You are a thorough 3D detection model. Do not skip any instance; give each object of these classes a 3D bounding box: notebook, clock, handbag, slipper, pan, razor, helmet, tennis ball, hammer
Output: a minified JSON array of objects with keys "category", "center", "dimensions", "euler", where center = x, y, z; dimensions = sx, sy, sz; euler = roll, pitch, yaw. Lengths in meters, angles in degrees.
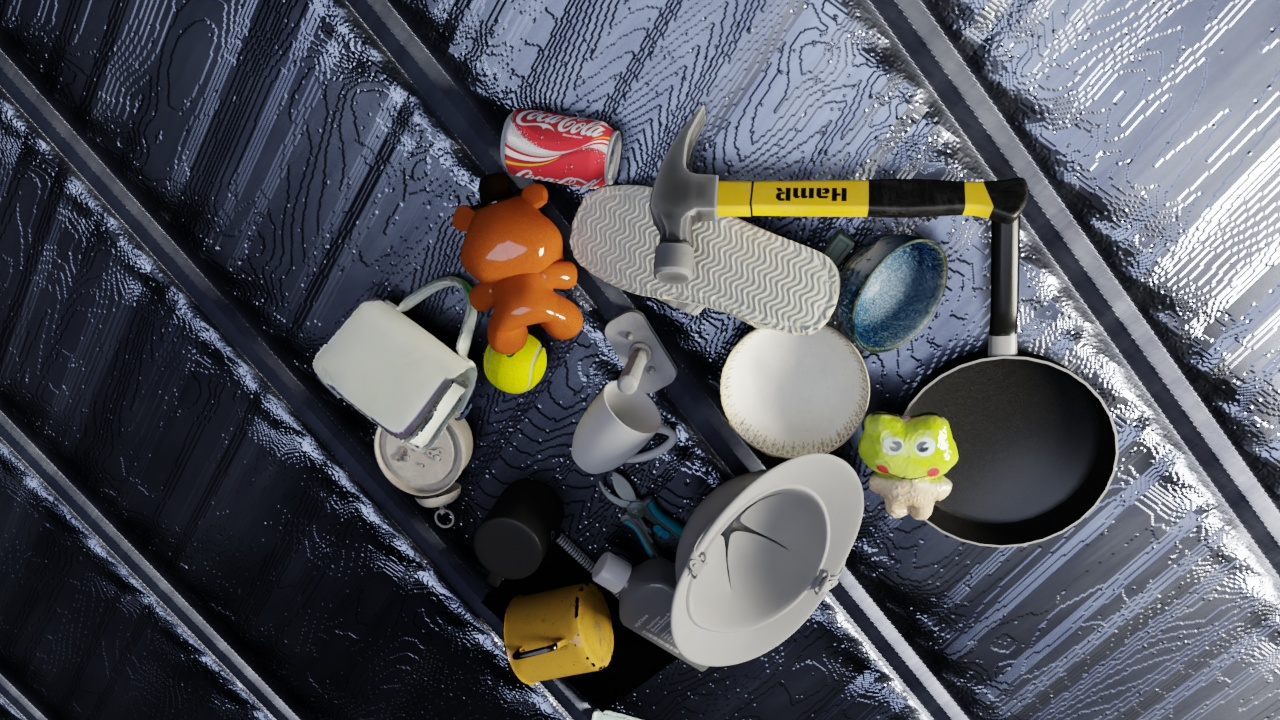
[{"category":"notebook","center":[-0.070,0.317,1.101],"dimensions":[0.206,0.016,0.149],"euler":[44,114,-6]},{"category":"clock","center":[-0.235,0.113,1.036],"dimensions":[0.103,0.061,0.157],"euler":[-8,101,14]},{"category":"handbag","center":[-0.233,-0.010,0.972],"dimensions":[0.151,0.074,0.176],"euler":[33,83,19]},{"category":"slipper","center":[0.059,-0.096,0.872],"dimensions":[0.273,0.053,0.114],"euler":[19,107,22]},{"category":"pan","center":[0.344,0.015,0.875],"dimensions":[0.204,0.044,0.356],"euler":[-2,110,14]},{"category":"razor","center":[-0.005,0.005,0.910],"dimensions":[0.047,0.116,0.088],"euler":[-29,102,16]},{"category":"helmet","center":[0.110,0.182,0.960],"dimensions":[0.183,0.117,0.272],"euler":[14,112,-27]},{"category":"tennis ball","center":[-0.132,0.001,0.965],"dimensions":[0.065,0.065,0.065],"euler":[4,111,11]},{"category":"hammer","center":[0.169,-0.147,0.809],"dimensions":[0.325,0.034,0.169],"euler":[2,71,9]}]

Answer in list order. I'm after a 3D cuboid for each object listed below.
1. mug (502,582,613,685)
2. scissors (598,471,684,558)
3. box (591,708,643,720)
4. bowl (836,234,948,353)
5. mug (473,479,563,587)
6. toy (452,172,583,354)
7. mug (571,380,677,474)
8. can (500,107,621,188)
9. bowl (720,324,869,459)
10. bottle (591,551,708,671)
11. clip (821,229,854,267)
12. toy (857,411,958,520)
[{"category":"mug","center":[-0.093,0.308,1.027],"dimensions":[0.094,0.123,0.100],"euler":[-16,87,18]},{"category":"scissors","center":[0.016,0.191,1.030],"dimensions":[0.156,0.019,0.125],"euler":[12,113,8]},{"category":"box","center":[0.024,0.514,1.128],"dimensions":[0.197,0.074,0.126],"euler":[10,93,7]},{"category":"bowl","center":[0.223,-0.071,0.853],"dimensions":[0.114,0.061,0.114],"euler":[-18,129,-24]},{"category":"mug","center":[-0.142,0.202,1.033],"dimensions":[0.078,0.087,0.114],"euler":[26,114,2]},{"category":"toy","center":[-0.123,-0.098,0.907],"dimensions":[0.112,0.096,0.176],"euler":[-13,103,7]},{"category":"mug","center":[-0.017,0.083,0.978],"dimensions":[0.107,0.071,0.090],"euler":[22,127,-27]},{"category":"can","center":[-0.075,-0.201,0.875],"dimensions":[0.105,0.064,0.064],"euler":[11,113,8]},{"category":"bowl","center":[0.154,0.020,0.909],"dimensions":[0.145,0.063,0.145],"euler":[5,112,12]},{"category":"bottle","center":[0.026,0.271,1.028],"dimensions":[0.174,0.046,0.084],"euler":[33,116,-13]},{"category":"clip","center":[0.176,-0.090,0.882],"dimensions":[0.023,0.042,0.076],"euler":[35,113,0]},{"category":"toy","center":[0.257,0.103,0.884],"dimensions":[0.092,0.043,0.118],"euler":[0,113,14]}]
